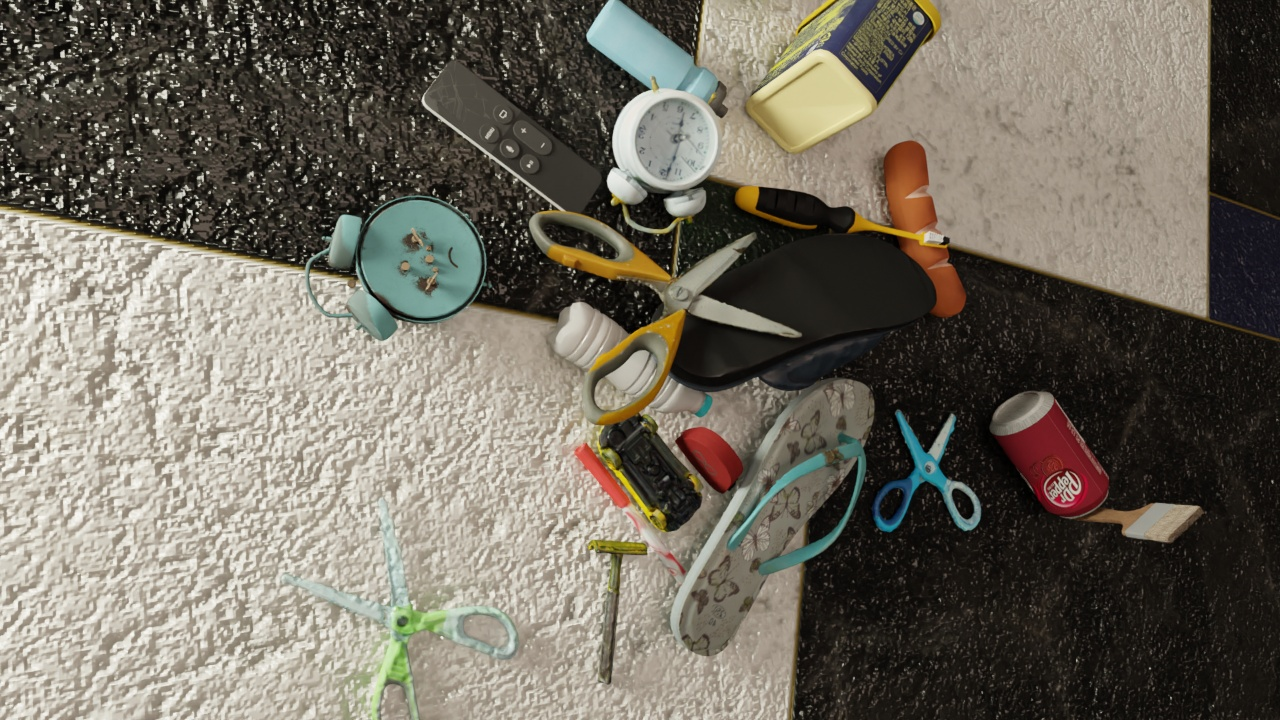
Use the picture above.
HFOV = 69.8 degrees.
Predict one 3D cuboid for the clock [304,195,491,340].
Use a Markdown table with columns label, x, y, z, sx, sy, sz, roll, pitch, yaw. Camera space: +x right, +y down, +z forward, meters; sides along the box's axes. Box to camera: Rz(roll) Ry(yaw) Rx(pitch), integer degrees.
| label | x | y | z | sx | sy | sz | roll | pitch | yaw |
| --- | --- | --- | --- | --- | --- | --- | --- | --- | --- |
| clock | -0.169 | -0.063 | 0.638 | 0.124 | 0.053 | 0.090 | -18 | 90 | -25 |

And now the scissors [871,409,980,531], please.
| label | x | y | z | sx | sy | sz | roll | pitch | yaw |
| --- | --- | --- | --- | --- | --- | --- | --- | --- | --- |
| scissors | 0.254 | 0.108 | 0.825 | 0.140 | 0.011 | 0.134 | -32 | 99 | -22 |

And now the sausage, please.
| label | x | y | z | sx | sy | sz | roll | pitch | yaw |
| --- | --- | --- | --- | --- | --- | --- | --- | --- | --- |
| sausage | 0.256 | -0.118 | 0.836 | 0.039 | 0.045 | 0.164 | -16 | 90 | -44 |

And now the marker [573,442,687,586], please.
| label | x | y | z | sx | sy | sz | roll | pitch | yaw |
| --- | --- | --- | --- | --- | --- | --- | --- | --- | --- |
| marker | -0.004 | 0.122 | 0.710 | 0.012 | 0.013 | 0.142 | -41 | 100 | -23 |

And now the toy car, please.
| label | x | y | z | sx | sy | sz | roll | pitch | yaw |
| --- | --- | --- | --- | --- | --- | --- | --- | --- | --- |
| toy car | 0.007 | 0.084 | 0.709 | 0.049 | 0.030 | 0.107 | -40 | 102 | -21 |

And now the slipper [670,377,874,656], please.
| label | x | y | z | sx | sy | sz | roll | pitch | yaw |
| --- | --- | --- | --- | --- | --- | --- | --- | --- | --- |
| slipper | 0.118 | 0.116 | 0.727 | 0.268 | 0.055 | 0.098 | -50 | 124 | -19 |

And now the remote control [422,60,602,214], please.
| label | x | y | z | sx | sy | sz | roll | pitch | yaw |
| --- | --- | --- | --- | --- | --- | --- | --- | --- | --- |
| remote control | -0.097 | -0.169 | 0.708 | 0.146 | 0.008 | 0.045 | 36 | 71 | -16 |

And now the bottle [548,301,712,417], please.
| label | x | y | z | sx | sy | sz | roll | pitch | yaw |
| --- | --- | --- | --- | --- | --- | --- | --- | --- | --- |
| bottle | -0.004 | 0.004 | 0.707 | 0.136 | 0.044 | 0.044 | 31 | 72 | -17 |

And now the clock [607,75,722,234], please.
| label | x | y | z | sx | sy | sz | roll | pitch | yaw |
| --- | --- | --- | --- | --- | --- | --- | --- | --- | --- |
| clock | 0.019 | -0.159 | 0.726 | 0.083 | 0.057 | 0.118 | 10 | 101 | -15 |

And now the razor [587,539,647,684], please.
| label | x | y | z | sx | sy | sz | roll | pitch | yaw |
| --- | --- | --- | --- | --- | --- | --- | --- | --- | --- |
| razor | -0.022 | 0.189 | 0.689 | 0.042 | 0.026 | 0.106 | 8 | 84 | -25 |

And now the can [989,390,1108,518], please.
| label | x | y | z | sx | sy | sz | roll | pitch | yaw |
| --- | --- | --- | --- | --- | --- | --- | --- | --- | --- |
| can | 0.381 | 0.087 | 0.854 | 0.063 | 0.063 | 0.114 | -42 | 100 | -22 |

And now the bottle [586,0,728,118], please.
| label | x | y | z | sx | sy | sz | roll | pitch | yaw |
| --- | --- | --- | --- | --- | --- | --- | --- | --- | --- |
| bottle | 0.019 | -0.240 | 0.750 | 0.130 | 0.040 | 0.040 | 33 | 72 | -17 |

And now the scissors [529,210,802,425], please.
| label | x | y | z | sx | sy | sz | roll | pitch | yaw |
| --- | --- | --- | --- | --- | --- | --- | --- | --- | --- |
| scissors | 0.004 | -0.048 | 0.678 | 0.230 | 0.016 | 0.224 | 35 | 56 | 15 |

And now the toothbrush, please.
| label | x | y | z | sx | sy | sz | roll | pitch | yaw |
| --- | --- | --- | --- | --- | --- | --- | --- | --- | --- |
| toothbrush | 0.176 | -0.121 | 0.794 | 0.196 | 0.031 | 0.031 | 11 | 78 | -10 |

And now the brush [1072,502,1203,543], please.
| label | x | y | z | sx | sy | sz | roll | pitch | yaw |
| --- | --- | --- | --- | --- | --- | --- | --- | --- | --- |
| brush | 0.430 | 0.140 | 0.825 | 0.045 | 0.143 | 0.008 | -35 | 96 | -15 |

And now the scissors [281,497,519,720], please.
| label | x | y | z | sx | sy | sz | roll | pitch | yaw |
| --- | --- | --- | --- | --- | --- | --- | --- | --- | --- |
| scissors | -0.159 | 0.179 | 0.637 | 0.165 | 0.024 | 0.171 | -6 | 88 | -19 |

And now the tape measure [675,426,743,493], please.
| label | x | y | z | sx | sy | sz | roll | pitch | yaw |
| --- | --- | --- | --- | --- | --- | --- | --- | --- | --- |
| tape measure | 0.059 | 0.078 | 0.721 | 0.019 | 0.051 | 0.059 | -43 | 101 | -22 |

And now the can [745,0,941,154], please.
| label | x | y | z | sx | sy | sz | roll | pitch | yaw |
| --- | --- | --- | --- | --- | --- | --- | --- | --- | --- |
| can | 0.163 | -0.245 | 0.763 | 0.075 | 0.135 | 0.104 | 41 | 72 | -14 |

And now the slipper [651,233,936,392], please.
| label | x | y | z | sx | sy | sz | roll | pitch | yaw |
| --- | --- | --- | --- | --- | --- | --- | --- | --- | --- |
| slipper | 0.120 | -0.026 | 0.752 | 0.265 | 0.084 | 0.109 | -21 | 59 | -26 |
